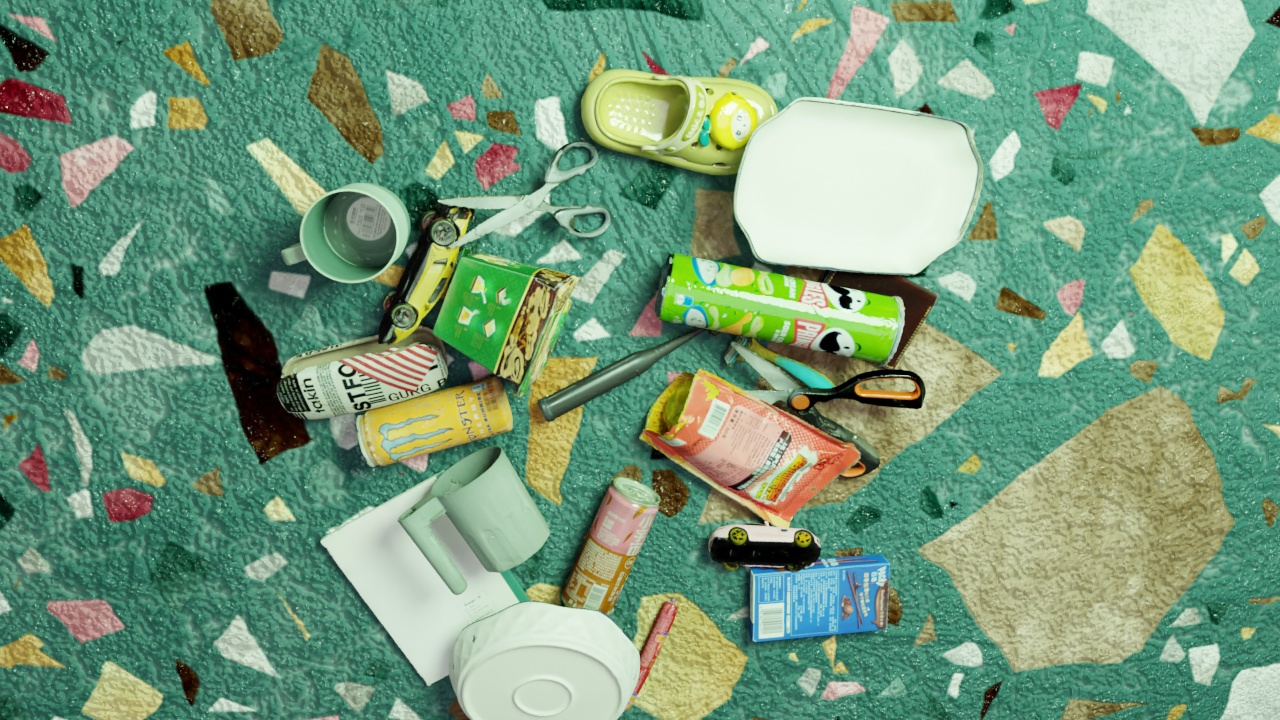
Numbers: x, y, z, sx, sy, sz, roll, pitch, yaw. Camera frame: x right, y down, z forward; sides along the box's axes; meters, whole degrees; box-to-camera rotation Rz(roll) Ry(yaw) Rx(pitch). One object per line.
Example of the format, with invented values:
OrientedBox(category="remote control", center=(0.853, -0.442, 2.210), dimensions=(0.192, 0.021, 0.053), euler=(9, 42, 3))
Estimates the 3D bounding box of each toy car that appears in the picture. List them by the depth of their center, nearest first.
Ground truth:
OrientedBox(category="toy car", center=(-0.205, -0.082, 0.870), dimensions=(0.041, 0.071, 0.156), euler=(26, 95, -26))
OrientedBox(category="toy car", center=(0.135, 0.201, 1.000), dimensions=(0.122, 0.037, 0.056), euler=(4, 134, -4))

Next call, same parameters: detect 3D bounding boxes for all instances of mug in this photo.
OrientedBox(category="mug", center=(-0.269, -0.114, 0.839), dimensions=(0.112, 0.106, 0.082), euler=(-21, 107, -2))
OrientedBox(category="mug", center=(-0.166, 0.163, 0.929), dimensions=(0.123, 0.084, 0.103), euler=(-37, 109, -21))

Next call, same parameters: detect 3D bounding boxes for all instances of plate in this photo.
OrientedBox(category="plate", center=(0.209, -0.168, 0.892), dimensions=(0.265, 0.034, 0.162), euler=(2, 115, -19))
OrientedBox(category="plate", center=(-0.103, 0.342, 0.980), dimensions=(0.205, 0.045, 0.205), euler=(0, 124, -1))

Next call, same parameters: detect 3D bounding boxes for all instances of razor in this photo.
OrientedBox(category="razor", center=(0.154, 0.009, 0.961), dimensions=(0.132, 0.028, 0.043), euler=(24, 124, -13))

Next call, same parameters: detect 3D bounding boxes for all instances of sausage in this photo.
OrientedBox(category="sausage", center=(0.009, 0.334, 1.035), dimensions=(0.020, 0.020, 0.156), euler=(22, 101, -12))

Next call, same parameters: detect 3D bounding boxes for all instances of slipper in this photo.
OrientedBox(category="slipper", center=(0.039, -0.224, 0.861), dimensions=(0.190, 0.081, 0.092), euler=(7, 106, -6))

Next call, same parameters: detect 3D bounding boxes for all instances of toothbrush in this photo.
OrientedBox(category="toothbrush", center=(-0.006, 0.005, 0.943), dimensions=(0.212, 0.027, 0.026), euler=(-26, 143, 1))

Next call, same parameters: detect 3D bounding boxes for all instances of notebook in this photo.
OrientedBox(category="notebook", center=(-0.220, 0.237, 0.986), dimensions=(0.150, 0.012, 0.209), euler=(-29, 106, 1))

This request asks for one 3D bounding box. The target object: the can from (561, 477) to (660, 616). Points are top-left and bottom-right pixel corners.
OrientedBox(category="can", center=(-0.032, 0.201, 0.975), dimensions=(0.058, 0.058, 0.147), euler=(22, 101, -12))

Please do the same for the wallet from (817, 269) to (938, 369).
OrientedBox(category="wallet", center=(0.237, -0.053, 0.960), dimensions=(0.122, 0.020, 0.096), euler=(25, 104, -13))

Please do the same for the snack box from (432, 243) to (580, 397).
OrientedBox(category="snack box", center=(-0.131, -0.044, 0.880), dimensions=(0.105, 0.118, 0.117), euler=(23, 100, 1))

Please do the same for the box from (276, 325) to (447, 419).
OrientedBox(category="box", center=(-0.272, 0.011, 0.910), dimensions=(0.163, 0.079, 0.074), euler=(-16, 129, -4))

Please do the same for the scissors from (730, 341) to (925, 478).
OrientedBox(category="scissors", center=(0.190, 0.042, 0.959), dimensions=(0.224, 0.021, 0.221), euler=(-23, 119, 20))

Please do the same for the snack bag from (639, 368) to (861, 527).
OrientedBox(category="snack bag", center=(0.112, 0.093, 0.960), dimensions=(0.207, 0.073, 0.129), euler=(29, 116, -18))

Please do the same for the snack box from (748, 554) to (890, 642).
OrientedBox(category="snack box", center=(0.201, 0.268, 1.035), dimensions=(0.157, 0.026, 0.084), euler=(-3, 105, -6))

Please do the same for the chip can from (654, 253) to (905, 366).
OrientedBox(category="chip can", center=(0.135, -0.051, 0.908), dimensions=(0.236, 0.072, 0.072), euler=(11, 103, -3))

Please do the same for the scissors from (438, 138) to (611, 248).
OrientedBox(category="scissors", center=(-0.099, -0.149, 0.866), dimensions=(0.171, 0.014, 0.159), euler=(32, 80, -32))

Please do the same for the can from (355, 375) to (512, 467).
OrientedBox(category="can", center=(-0.204, 0.061, 0.918), dimensions=(0.146, 0.058, 0.058), euler=(-16, 106, -3))
